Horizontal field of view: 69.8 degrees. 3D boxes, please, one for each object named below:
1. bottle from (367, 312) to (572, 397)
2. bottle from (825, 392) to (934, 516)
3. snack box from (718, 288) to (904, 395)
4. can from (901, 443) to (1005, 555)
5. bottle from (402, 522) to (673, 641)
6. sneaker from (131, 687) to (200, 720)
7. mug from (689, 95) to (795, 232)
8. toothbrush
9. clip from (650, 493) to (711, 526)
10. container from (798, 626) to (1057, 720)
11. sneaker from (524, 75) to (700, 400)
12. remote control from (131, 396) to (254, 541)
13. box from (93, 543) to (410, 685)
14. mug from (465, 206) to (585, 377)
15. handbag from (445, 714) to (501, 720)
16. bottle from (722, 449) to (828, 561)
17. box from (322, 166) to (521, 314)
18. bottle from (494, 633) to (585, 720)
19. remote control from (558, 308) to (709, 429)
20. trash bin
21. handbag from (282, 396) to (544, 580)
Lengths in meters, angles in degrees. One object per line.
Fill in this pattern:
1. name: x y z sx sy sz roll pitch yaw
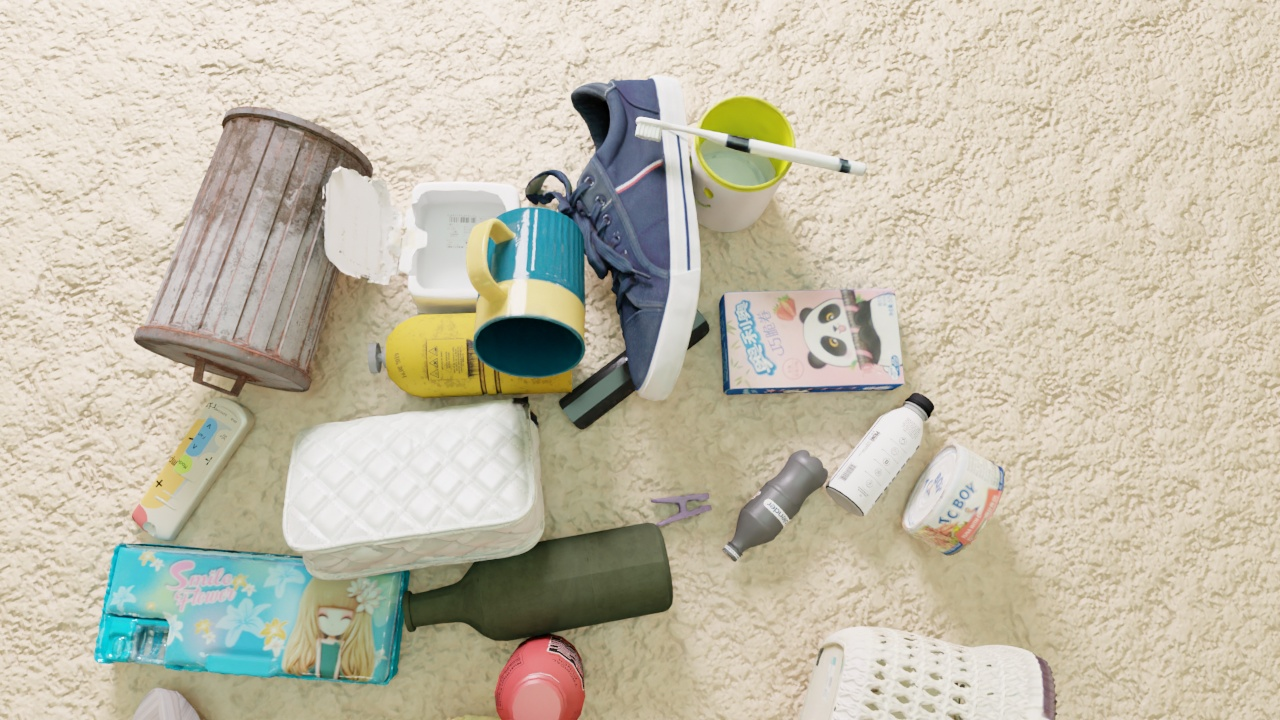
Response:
1. bottle: -0.140 -0.005 0.759 0.164 0.071 0.071 -2 79 -4
2. bottle: 0.208 0.077 0.780 0.041 0.041 0.116 40 79 5
3. snack box: 0.147 -0.017 0.799 0.154 0.033 0.088 -2 78 -4
4. can: 0.256 0.114 0.753 0.043 0.086 0.086 30 78 3
5. bottle: -0.081 0.180 0.725 0.206 0.071 0.071 -9 79 -6
6. sneaker: -0.318 0.357 0.677 0.099 0.089 0.236 -36 60 23
7. mug: 0.081 -0.165 0.787 0.082 0.106 0.082 1 79 -4
8. toothbrush: 0.087 -0.167 0.727 0.187 0.012 0.017 11 91 -1
9. clip: 0.035 0.125 0.774 0.051 0.013 0.033 -7 81 -8
10. container: 0.189 0.276 0.644 0.143 0.252 0.184 18 76 10
11. sneaker: -0.025 -0.108 0.763 0.127 0.121 0.294 1 70 -14
12. remote control: -0.367 0.088 0.753 0.038 0.018 0.125 31 80 3
13. box: -0.303 0.199 0.723 0.227 0.039 0.094 5 78 -3
14. mug: -0.089 -0.060 0.689 0.083 0.113 0.107 -15 55 24
15. handbag: -0.119 0.325 0.673 0.081 0.111 0.119 2 78 5
16. bottle: 0.110 0.123 0.766 0.036 0.036 0.109 44 79 5
17. box: -0.181 -0.099 0.765 0.189 0.101 0.111 4 76 -24
18. bottle: -0.071 0.236 0.660 0.062 0.177 0.062 1 78 -4
19. remote control: -0.005 0.005 0.794 0.146 0.015 0.033 -37 83 -10
20. trash bin: -0.305 -0.077 0.734 0.131 0.131 0.211 14 76 -1
21. handbag: -0.174 0.099 0.725 0.195 0.073 0.138 -6 48 -5
